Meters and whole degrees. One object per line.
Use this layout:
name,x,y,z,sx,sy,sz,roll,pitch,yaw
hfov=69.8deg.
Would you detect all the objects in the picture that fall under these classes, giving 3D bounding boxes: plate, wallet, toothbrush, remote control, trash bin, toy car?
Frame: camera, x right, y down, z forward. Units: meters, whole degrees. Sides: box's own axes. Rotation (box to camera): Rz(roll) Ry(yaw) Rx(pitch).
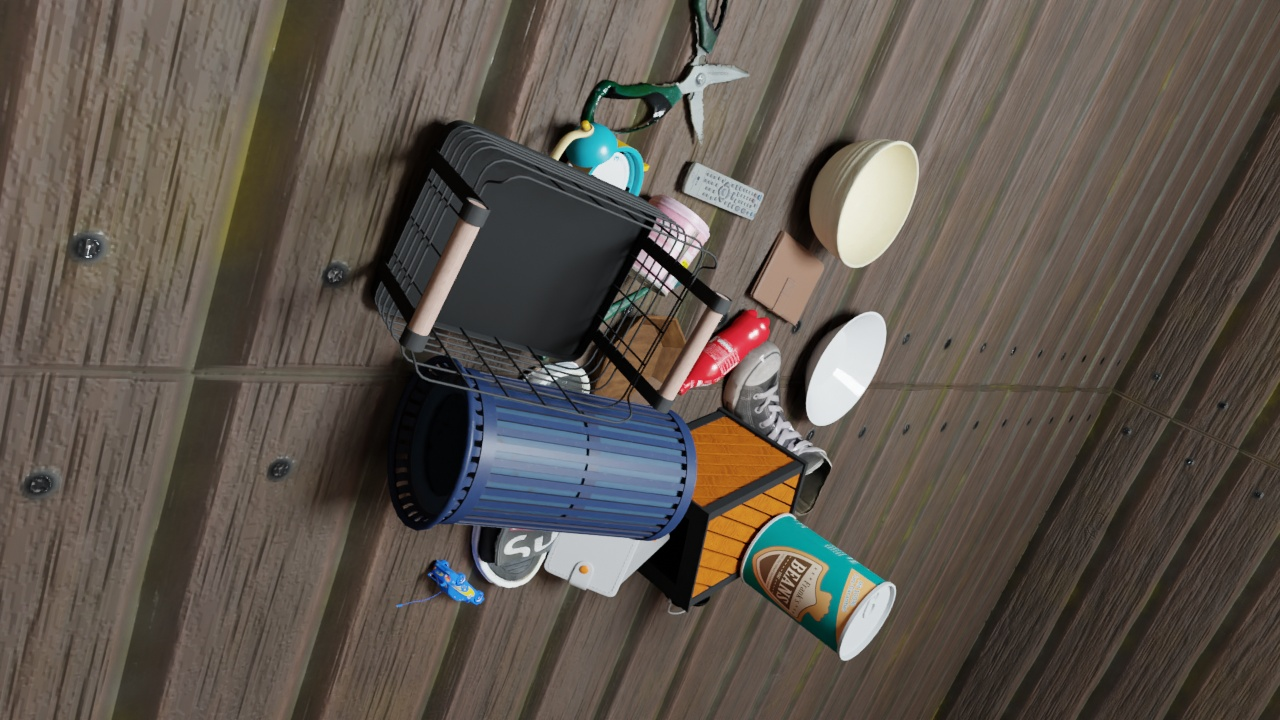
plate,-0.006,0.005,0.965,0.131,0.025,0.131,-28,135,-33
wallet,0.178,-0.097,1.110,0.121,0.013,0.087,24,92,-53
toothbrush,-0.025,-0.047,0.911,0.189,0.017,0.016,-33,138,-29
remote control,0.085,-0.174,0.946,0.136,0.013,0.033,9,109,-51
wallet,-0.034,0.201,1.009,0.037,0.115,0.118,-71,-176,-77
trash bin,0.076,0.169,1.083,0.171,0.140,0.140,-19,129,-40
toy car,-0.198,0.234,0.904,0.061,0.033,0.092,-50,144,-20
plate,0.272,0.005,1.273,0.173,0.036,0.174,-28,135,-33
trash bin,-0.075,0.087,0.803,0.249,0.139,0.139,13,106,-38

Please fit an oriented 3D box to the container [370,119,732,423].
container,-0.070,-0.058,0.706,0.241,0.130,0.163,16,111,-39

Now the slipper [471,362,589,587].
slipper,-0.101,0.129,0.920,0.111,0.063,0.264,-5,118,-47

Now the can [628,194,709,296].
can,0.020,-0.110,0.873,0.076,0.067,0.067,-55,144,-2

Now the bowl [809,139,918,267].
bowl,0.248,-0.191,1.067,0.150,0.075,0.151,-28,134,-34

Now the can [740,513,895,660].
can,0.201,0.255,1.046,0.099,0.144,0.099,-29,135,-33

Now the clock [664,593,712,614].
clock,0.076,0.297,1.259,0.091,0.042,0.121,21,100,-53

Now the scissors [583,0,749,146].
scissors,0.033,-0.281,0.809,0.201,0.015,0.206,-21,129,-38

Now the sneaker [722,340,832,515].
sneaker,0.174,0.086,1.153,0.095,0.120,0.235,-27,132,-34

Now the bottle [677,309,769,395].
bottle,0.093,-0.007,1.055,0.141,0.042,0.042,-39,140,-23

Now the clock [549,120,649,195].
clock,-0.042,-0.153,0.792,0.129,0.044,0.099,0,121,-58
